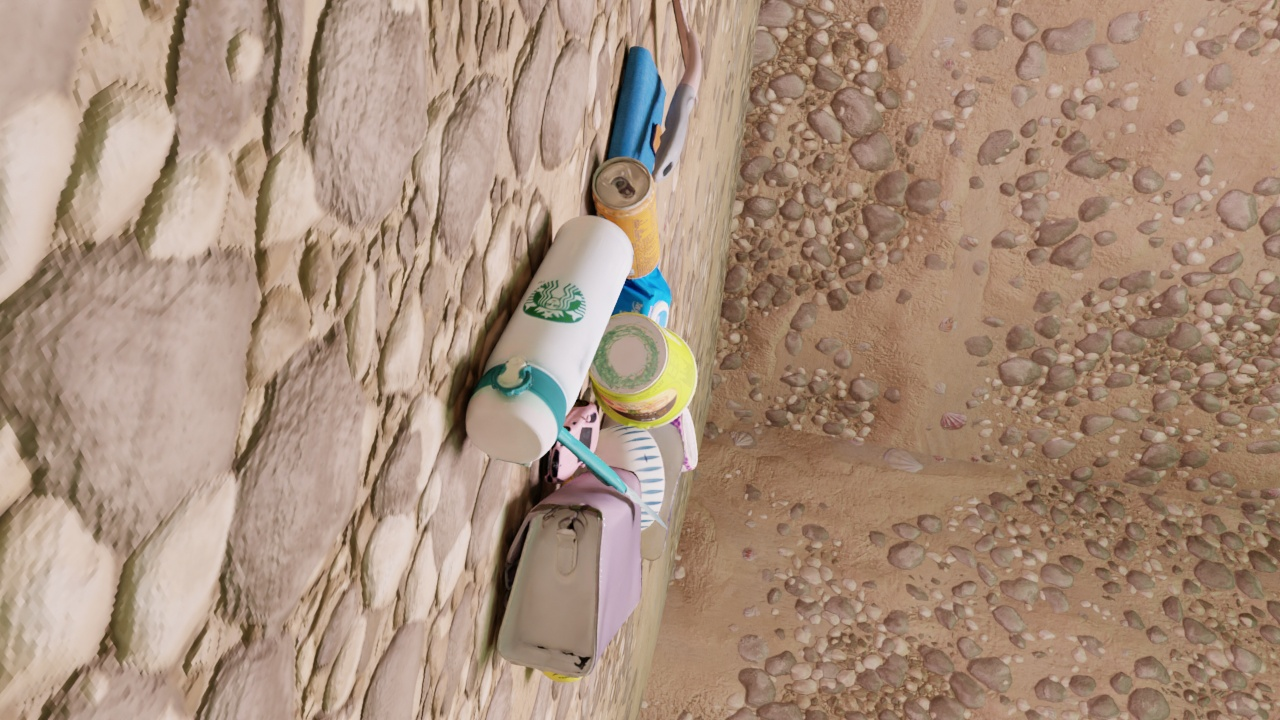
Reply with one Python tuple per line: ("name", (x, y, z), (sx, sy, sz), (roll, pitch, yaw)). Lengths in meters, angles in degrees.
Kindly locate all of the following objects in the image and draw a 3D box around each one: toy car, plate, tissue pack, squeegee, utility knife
("toy car", (-0.063, 0.077, 0.883), (0.122, 0.037, 0.056), (-57, 154, -69))
("plate", (-0.018, 0.131, 1.043), (0.164, 0.034, 0.164), (30, -66, 52))
("tissue pack", (-0.004, -0.033, 1.022), (0.094, 0.052, 0.157), (-24, 127, -71))
("squeegee", (0.040, -0.279, 0.940), (0.248, 0.040, 0.249), (71, 23, -57))
("utility knife", (-0.037, 0.091, 0.775), (0.223, 0.013, 0.029), (46, 9, -39))

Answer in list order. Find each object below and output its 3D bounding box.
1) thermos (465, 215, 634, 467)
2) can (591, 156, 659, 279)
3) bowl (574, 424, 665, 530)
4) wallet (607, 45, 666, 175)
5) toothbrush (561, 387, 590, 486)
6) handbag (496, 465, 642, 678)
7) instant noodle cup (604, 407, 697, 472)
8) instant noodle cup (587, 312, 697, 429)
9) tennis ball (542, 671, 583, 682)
("thermos", (-0.061, -0.021, 0.650), (0.223, 0.073, 0.073), (-71, 168, -49))
("can", (-0.012, -0.135, 0.895), (0.146, 0.058, 0.058), (80, 21, -69))
("bowl", (-0.033, 0.126, 0.976), (0.117, 0.066, 0.116), (-3, -93, 55))
("wallet", (-0.003, -0.233, 0.929), (0.106, 0.040, 0.133), (38, 62, -76))
("toothbrush", (-0.070, 0.121, 0.949), (0.016, 0.018, 0.191), (68, 33, -79))
("handbag", (-0.054, 0.178, 0.830), (0.197, 0.098, 0.145), (-14, 115, -79))
("instant noodle cup", (0.016, 0.102, 1.154), (0.111, 0.099, 0.111), (-11, 89, -79))
("instant noodle cup", (-0.005, 0.005, 0.901), (0.123, 0.112, 0.111), (50, 50, -76))
("tennis ball", (-0.077, 0.301, 0.955), (0.065, 0.065, 0.065), (11, 89, -82))
